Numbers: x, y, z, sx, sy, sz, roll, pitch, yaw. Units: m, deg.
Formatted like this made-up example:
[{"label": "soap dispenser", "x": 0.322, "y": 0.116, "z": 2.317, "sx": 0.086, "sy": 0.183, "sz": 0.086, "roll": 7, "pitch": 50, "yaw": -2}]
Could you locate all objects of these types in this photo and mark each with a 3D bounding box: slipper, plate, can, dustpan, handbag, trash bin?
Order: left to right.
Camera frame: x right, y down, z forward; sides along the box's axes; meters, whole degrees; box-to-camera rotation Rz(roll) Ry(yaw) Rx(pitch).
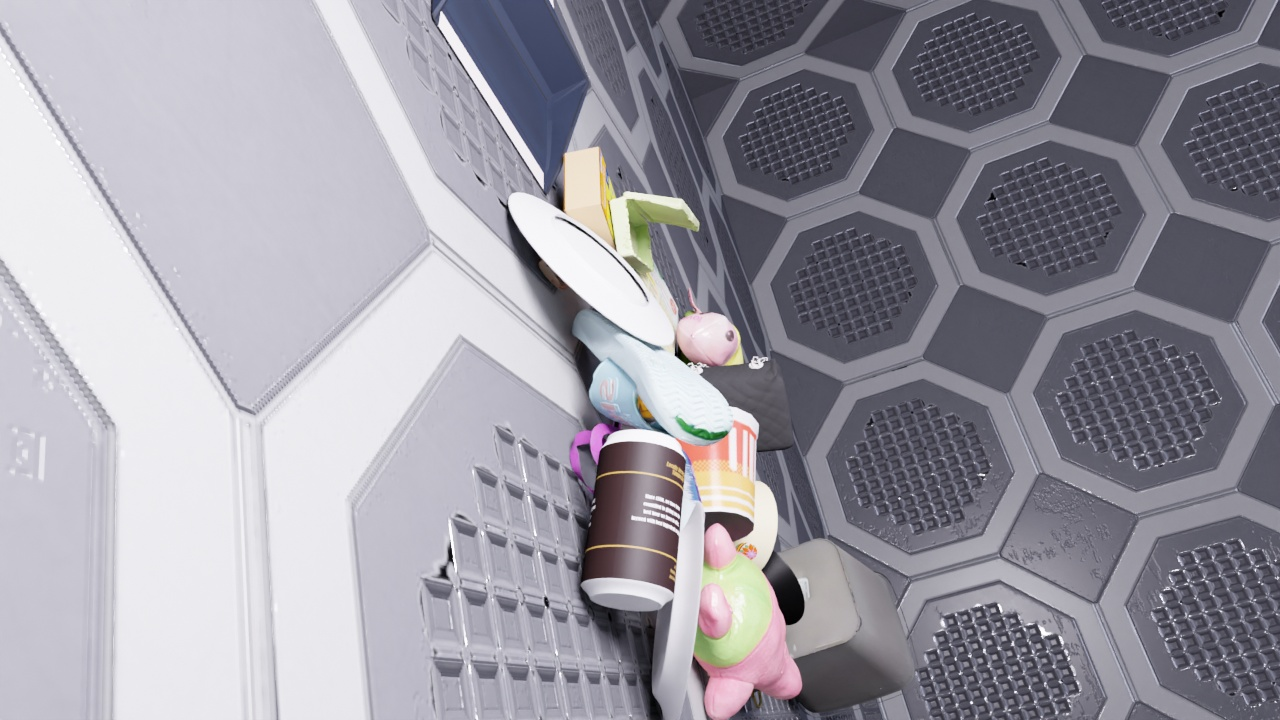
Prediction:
[{"label": "dustpan", "x": -0.124, "y": -0.358, "z": 0.981, "sx": 0.236, "sy": 0.080, "sz": 0.272, "roll": 56, "pitch": 19, "yaw": -49}, {"label": "plate", "x": -0.041, "y": -0.093, "z": 0.882, "sx": 0.208, "sy": 0.015, "sz": 0.208, "roll": 40, "pitch": 16, "yaw": -15}, {"label": "handbag", "x": -0.009, "y": 0.108, "z": 0.838, "sx": 0.170, "sy": 0.068, "sz": 0.144, "roll": 39, "pitch": 32, "yaw": -56}, {"label": "can", "x": -0.004, "y": 0.125, "z": 0.718, "sx": 0.072, "sy": 0.072, "sz": 0.128, "roll": 53, "pitch": 39, "yaw": -55}, {"label": "slipper", "x": -0.002, "y": 0.022, "z": 0.836, "sx": 0.104, "sy": 0.074, "sz": 0.245, "roll": 25, "pitch": 9, "yaw": -33}, {"label": "plate", "x": 0.027, "y": 0.211, "z": 0.760, "sx": 0.188, "sy": 0.016, "sz": 0.188, "roll": -178, "pitch": -83, "yaw": -88}, {"label": "handbag", "x": 0.118, "y": 0.049, "z": 1.199, "sx": 0.114, "sy": 0.154, "sz": 0.125, "roll": -76, "pitch": 160, "yaw": -62}, {"label": "trash bin", "x": 0.261, "y": 0.377, "z": 1.318, "sx": 0.220, "sy": 0.198, "sz": 0.197, "roll": 46, "pitch": 26, "yaw": -47}]

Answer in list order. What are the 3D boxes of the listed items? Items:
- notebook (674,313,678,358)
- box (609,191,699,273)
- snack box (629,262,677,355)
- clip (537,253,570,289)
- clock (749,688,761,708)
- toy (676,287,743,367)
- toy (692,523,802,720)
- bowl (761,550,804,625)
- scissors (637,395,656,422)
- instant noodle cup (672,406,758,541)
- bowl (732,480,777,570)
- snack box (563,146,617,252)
[{"label": "notebook", "x": 0.022, "y": -0.079, "z": 1.349, "sx": 0.206, "sy": 0.016, "sz": 0.149, "roll": -88, "pitch": 154, "yaw": -60}, {"label": "box", "x": 0.010, "y": -0.143, "z": 1.076, "sx": 0.188, "sy": 0.091, "sz": 0.083, "roll": -1, "pitch": 105, "yaw": -79}, {"label": "snack box", "x": 0.010, "y": -0.063, "z": 1.200, "sx": 0.167, "sy": 0.027, "sz": 0.132, "roll": -83, "pitch": 150, "yaw": -49}, {"label": "clip", "x": -0.081, "y": -0.089, "z": 0.890, "sx": 0.044, "sy": 0.024, "sz": 0.062, "roll": -97, "pitch": 166, "yaw": -48}, {"label": "clock", "x": 0.125, "y": 0.338, "z": 1.069, "sx": 0.090, "sy": 0.052, "sz": 0.129, "roll": 35, "pitch": 36, "yaw": -70}, {"label": "toy", "x": 0.098, "y": -0.011, "z": 1.289, "sx": 0.190, "sy": 0.087, "sz": 0.238, "roll": 63, "pitch": -1, "yaw": 10}, {"label": "toy", "x": 0.108, "y": 0.284, "z": 0.958, "sx": 0.237, "sy": 0.097, "sz": 0.191, "roll": 57, "pitch": 32, "yaw": -33}, {"label": "bowl", "x": 0.139, "y": 0.291, "z": 1.148, "sx": 0.052, "sy": 0.124, "sz": 0.124, "roll": -29, "pitch": 102, "yaw": -35}, {"label": "scissors", "x": -0.007, "y": 0.005, "z": 1.018, "sx": 0.225, "sy": 0.016, "sz": 0.225, "roll": 60, "pitch": 26, "yaw": -65}, {"label": "instant noodle cup", "x": 0.077, "y": 0.134, "z": 1.037, "sx": 0.123, "sy": 0.123, "sz": 0.121, "roll": 55, "pitch": 28, "yaw": -52}, {"label": "bowl", "x": 0.101, "y": 0.198, "z": 1.107, "sx": 0.074, "sy": 0.118, "sz": 0.117, "roll": 14, "pitch": 44, "yaw": -23}, {"label": "snack box", "x": -0.050, "y": -0.159, "z": 1.030, "sx": 0.126, "sy": 0.040, "sz": 0.088, "roll": 70, "pitch": 13, "yaw": -53}]
